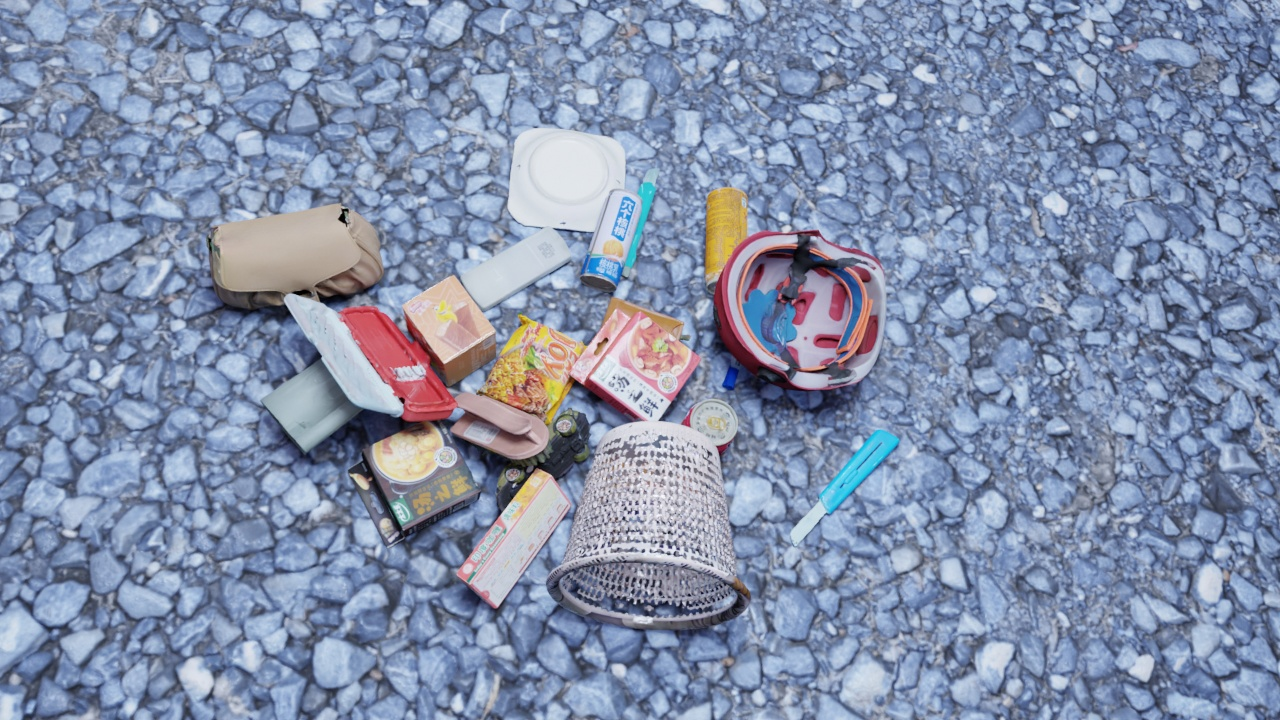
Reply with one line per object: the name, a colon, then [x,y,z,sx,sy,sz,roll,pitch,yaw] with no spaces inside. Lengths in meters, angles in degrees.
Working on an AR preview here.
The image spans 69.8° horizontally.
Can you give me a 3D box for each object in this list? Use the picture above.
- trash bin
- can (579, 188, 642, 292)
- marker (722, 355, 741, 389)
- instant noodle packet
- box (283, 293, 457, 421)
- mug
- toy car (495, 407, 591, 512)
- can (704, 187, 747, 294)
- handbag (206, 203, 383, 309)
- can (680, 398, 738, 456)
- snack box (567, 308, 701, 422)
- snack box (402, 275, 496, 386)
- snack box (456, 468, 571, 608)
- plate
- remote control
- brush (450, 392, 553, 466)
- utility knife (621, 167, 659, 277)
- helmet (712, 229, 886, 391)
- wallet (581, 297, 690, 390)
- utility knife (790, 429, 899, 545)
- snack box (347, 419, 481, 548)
trash bin: [0.014,0.186,1.065,0.227,0.228,0.191,9,56,-5]
can: [-0.039,-0.164,1.249,0.053,0.053,0.134,17,75,-2]
marker: [0.141,-0.027,1.253,0.017,0.017,0.145,22,69,0]
instant noodle packet: [-0.135,0.012,1.184,0.111,0.044,0.128,27,68,-2]
box: [-0.322,-0.003,1.089,0.201,0.160,0.050,46,111,31]
mug: [-0.379,0.055,1.096,0.103,0.084,0.124,-40,35,-21]
toy car: [-0.120,0.124,1.131,0.042,0.070,0.157,30,64,35]
can: [0.120,-0.166,1.278,0.058,0.058,0.145,5,70,-7]
handbag: [-0.426,-0.121,1.133,0.204,0.148,0.099,-12,70,-8]
can: [0.084,0.090,1.159,0.066,0.094,0.066,3,69,-8]
snack box: [-0.007,0.007,1.169,0.127,0.044,0.113,37,74,-4]
snack box: [-0.240,-0.036,1.158,0.077,0.093,0.094,-34,79,-18]
snack box: [-0.147,0.211,1.089,0.027,0.077,0.155,23,65,32]
plate: [-0.101,-0.262,1.295,0.163,0.034,0.164,4,69,-7]
remote control: [-0.167,-0.125,1.240,0.149,0.021,0.058,-32,77,-18]
brush: [-0.165,0.081,1.093,0.146,0.073,0.063,16,56,42]
utility knife: [-0.003,-0.197,1.294,0.029,0.013,0.178,16,72,6]
helmet: [0.188,-0.058,1.195,0.240,0.144,0.206,17,72,-16]
wallet: [-0.003,-0.007,1.218,0.119,0.035,0.130,17,71,1]
utility knife: [0.264,0.165,1.200,0.034,0.018,0.207,44,71,8]
snack box: [-0.275,0.145,1.114,0.125,0.053,0.113,-27,76,-22]
